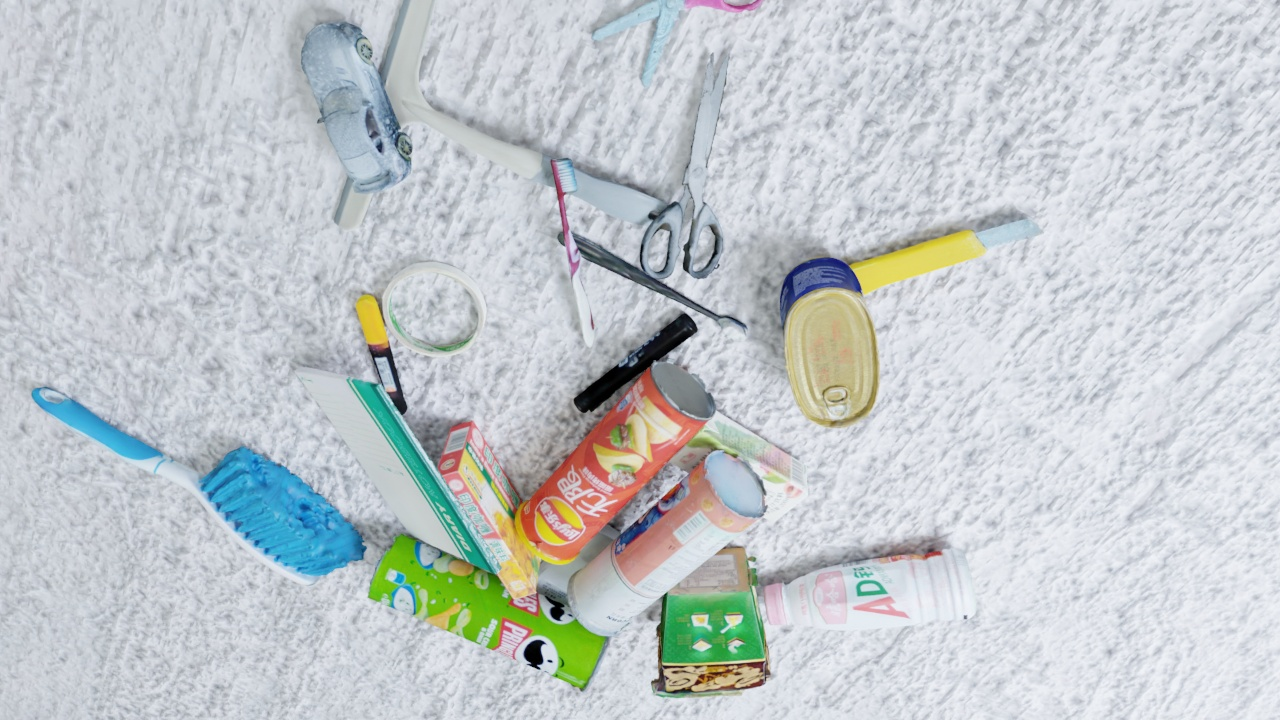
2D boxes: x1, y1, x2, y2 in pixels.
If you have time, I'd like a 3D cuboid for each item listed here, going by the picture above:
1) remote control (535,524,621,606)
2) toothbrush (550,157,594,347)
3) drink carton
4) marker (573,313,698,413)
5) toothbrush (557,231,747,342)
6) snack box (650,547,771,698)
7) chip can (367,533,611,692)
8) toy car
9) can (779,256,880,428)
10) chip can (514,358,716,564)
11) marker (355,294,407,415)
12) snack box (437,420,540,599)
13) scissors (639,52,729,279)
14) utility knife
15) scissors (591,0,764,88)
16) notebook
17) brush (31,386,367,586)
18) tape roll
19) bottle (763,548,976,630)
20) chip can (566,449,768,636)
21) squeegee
[{"bbox_3d":[-0.069,0.212,0.925,0.056,0.019,0.135,33,118,-17],"label":"remote control"},{"bbox_3d":[-0.049,-0.080,0.725,0.017,0.016,0.188,-11,135,-3],"label":"toothbrush"},{"bbox_3d":[0.089,0.092,0.830,0.122,0.045,0.054,32,126,-16],"label":"drink carton"},{"bbox_3d":[-0.005,0.005,0.795,0.132,0.020,0.022,-37,130,22],"label":"marker"},{"bbox_3d":[0.012,-0.060,0.757,0.181,0.018,0.016,28,121,-13],"label":"toothbrush"},{"bbox_3d":[0.066,0.248,0.898,0.117,0.118,0.106,-4,109,3],"label":"snack box"},{"bbox_3d":[-0.147,0.246,0.899,0.236,0.072,0.072,24,120,-2],"label":"chip can"},{"bbox_3d":[-0.207,-0.181,0.663,0.054,0.036,0.121,-7,110,30],"label":"toy car"},{"bbox_3d":[0.154,-0.012,0.749,0.075,0.049,0.148,-10,129,10],"label":"can"},{"bbox_3d":[-0.025,0.094,0.815,0.073,0.073,0.217,33,119,-17],"label":"chip can"},{"bbox_3d":[-0.224,-0.003,0.801,0.018,0.015,0.124,-3,124,5],"label":"marker"},{"bbox_3d":[-0.136,0.139,0.848,0.027,0.076,0.156,-19,119,12],"label":"snack box"},{"bbox_3d":[0.035,-0.140,0.695,0.140,0.014,0.174,-32,128,-5],"label":"scissors"},{"bbox_3d":[0.220,-0.079,0.736,0.197,0.015,0.033,-16,128,14],"label":"utility knife"},{"bbox_3d":[0.031,-0.250,0.640,0.124,0.017,0.134,13,126,-10],"label":"scissors"},{"bbox_3d":[-0.213,0.095,0.809,0.151,0.012,0.209,7,132,47],"label":"notebook"},{"bbox_3d":[-0.407,0.110,0.857,0.110,0.060,0.314,-33,113,24],"label":"brush"},{"bbox_3d":[-0.173,-0.042,0.774,0.086,0.013,0.086,1,122,2],"label":"tape roll"},{"bbox_3d":[0.222,0.230,0.901,0.197,0.068,0.068,-10,121,11],"label":"bottle"},{"bbox_3d":[0.020,0.167,0.823,0.071,0.071,0.215,32,125,-17],"label":"chip can"},{"bbox_3d":[-0.086,-0.151,0.690,0.246,0.039,0.247,23,120,-12],"label":"squeegee"}]
